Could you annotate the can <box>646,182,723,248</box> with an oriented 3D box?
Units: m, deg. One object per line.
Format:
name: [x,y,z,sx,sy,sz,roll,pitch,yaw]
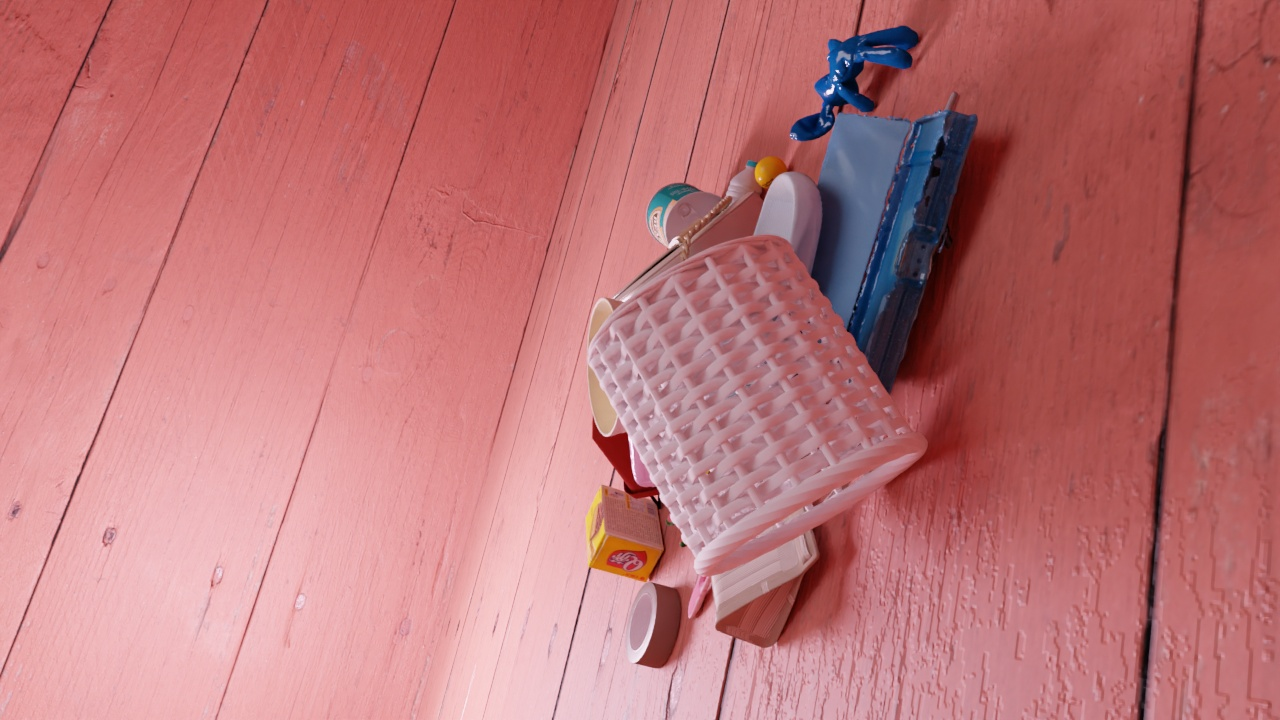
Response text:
can: [0.070,-0.199,1.316,0.144,0.099,0.099,-122,52,-71]

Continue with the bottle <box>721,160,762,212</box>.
bottle: [0.128,-0.196,1.212,0.044,0.044,0.136,-138,66,-74]

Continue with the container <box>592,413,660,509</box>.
container: [0.029,0.100,1.137,0.127,0.201,0.147,-21,42,23]

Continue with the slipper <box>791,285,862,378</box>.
slipper: [0.127,-0.023,0.940,0.266,0.083,0.108,-17,55,68]

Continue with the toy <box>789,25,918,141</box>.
toy: [0.217,-0.292,0.968,0.112,0.071,0.177,-65,12,-19]

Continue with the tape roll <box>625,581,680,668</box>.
tape roll: [0.014,0.307,1.068,0.094,0.030,0.093,-163,91,-75]

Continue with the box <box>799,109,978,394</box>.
box: [0.200,-0.096,0.785,0.175,0.060,0.232,-142,65,-65]

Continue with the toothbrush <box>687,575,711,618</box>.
toothbrush: [0.076,0.223,0.971,0.021,0.016,0.135,-100,32,-61]

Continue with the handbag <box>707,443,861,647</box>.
handbag: [0.135,0.126,0.831,0.198,0.062,0.175,-54,22,28]

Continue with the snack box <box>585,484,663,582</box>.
snack box: [-0.022,0.224,1.191,0.105,0.083,0.061,-100,32,-62]

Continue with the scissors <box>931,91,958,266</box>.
scissors: [0.254,-0.155,0.770,0.153,0.014,0.131,-97,29,-64]

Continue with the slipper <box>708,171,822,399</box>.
slipper: [0.100,-0.056,0.847,0.104,0.074,0.245,-148,72,-70]

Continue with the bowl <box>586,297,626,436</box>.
bowl: [-0.006,0.006,1.002,0.151,0.075,0.150,177,91,-73]

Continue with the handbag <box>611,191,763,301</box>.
handbag: [0.071,-0.104,1.090,0.210,0.103,0.209,-41,5,-29]

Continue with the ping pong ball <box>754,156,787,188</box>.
ping pong ball: [0.162,-0.233,1.139,0.040,0.040,0.040,-163,91,-75]

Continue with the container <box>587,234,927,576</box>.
container: [0.082,0.035,0.691,0.186,0.188,0.190,61,144,19]

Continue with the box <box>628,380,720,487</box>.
box: [0.039,0.019,0.934,0.101,0.111,0.201,-89,-5,-68]

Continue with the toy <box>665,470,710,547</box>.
toy: [0.068,0.153,1.020,0.084,0.046,0.103,-33,31,49]
